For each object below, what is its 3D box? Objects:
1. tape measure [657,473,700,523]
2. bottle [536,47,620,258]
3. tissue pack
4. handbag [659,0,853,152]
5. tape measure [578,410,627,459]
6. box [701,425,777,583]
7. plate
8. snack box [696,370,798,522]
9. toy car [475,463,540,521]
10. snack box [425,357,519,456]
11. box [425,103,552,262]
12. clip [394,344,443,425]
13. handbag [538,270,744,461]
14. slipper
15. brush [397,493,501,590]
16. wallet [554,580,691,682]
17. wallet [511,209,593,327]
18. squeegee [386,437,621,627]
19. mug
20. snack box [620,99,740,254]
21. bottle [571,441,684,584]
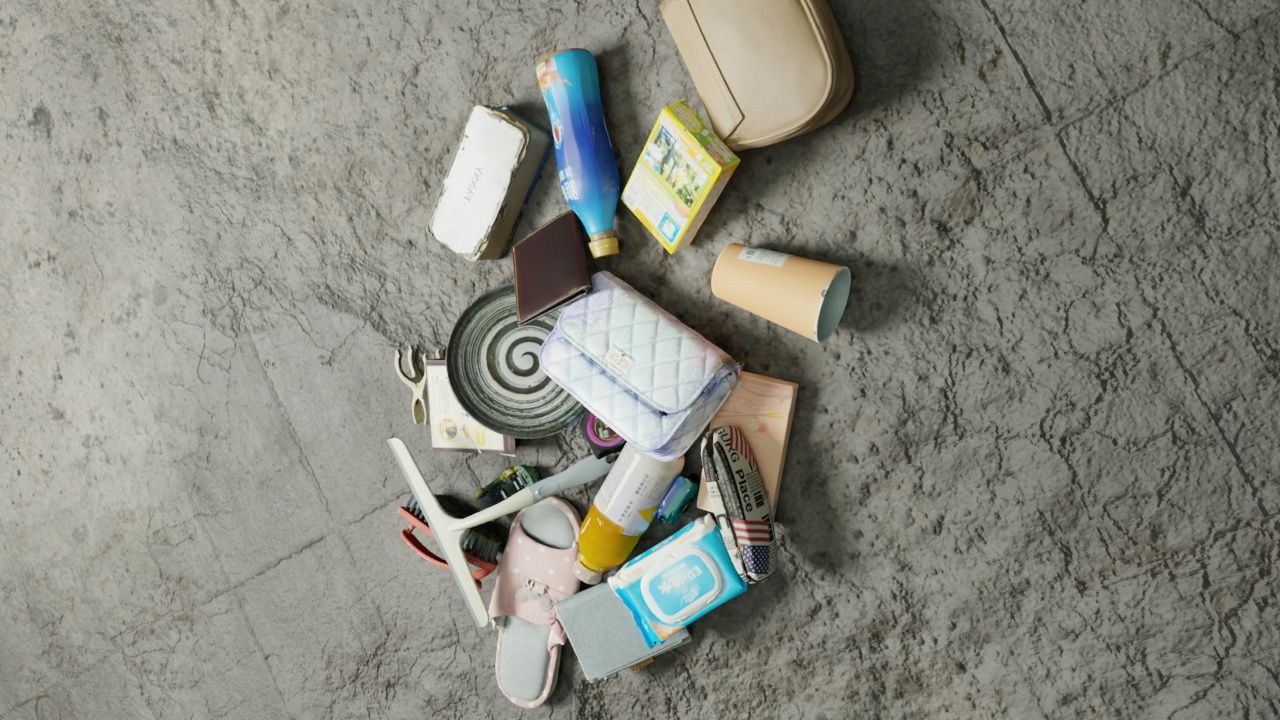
[{"bbox_3d":[0.043,0.152,1.000,0.025,0.054,0.058,36,97,18],"label":"tape measure"},{"bbox_3d":[-0.060,-0.220,0.989,0.065,0.065,0.218,-11,92,27],"label":"bottle"},{"bbox_3d":[0.044,0.237,0.991,0.140,0.063,0.090,-33,85,7],"label":"tissue pack"},{"bbox_3d":[0.113,-0.307,0.879,0.148,0.099,0.204,-25,86,34],"label":"handbag"},{"bbox_3d":[-0.036,0.077,1.029,0.058,0.039,0.057,-31,72,-5],"label":"tape measure"},{"bbox_3d":[0.098,0.147,0.938,0.058,0.070,0.164,-20,86,50],"label":"box"},{"bbox_3d":[-0.129,0.001,1.038,0.179,0.024,0.179,1,81,-7],"label":"plate"},{"bbox_3d":[0.112,0.092,0.973,0.084,0.026,0.157,14,103,24],"label":"snack box"},{"bbox_3d":[-0.160,0.159,1.109,0.091,0.036,0.043,-35,83,25],"label":"toy car"},{"bbox_3d":[-0.195,0.054,1.101,0.126,0.053,0.113,0,97,22],"label":"snack box"},{"bbox_3d":[-0.172,-0.207,1.051,0.090,0.059,0.184,35,109,17],"label":"box"},{"bbox_3d":[-0.264,0.027,1.143,0.093,0.034,0.103,-19,93,28],"label":"clip"},{"bbox_3d":[-0.006,0.006,0.963,0.194,0.075,0.134,36,87,26],"label":"handbag"},{"bbox_3d":[-0.130,0.295,1.104,0.114,0.054,0.274,17,103,23],"label":"slipper"},{"bbox_3d":[-0.233,0.222,1.128,0.146,0.063,0.069,27,91,28],"label":"brush"},{"bbox_3d":[-0.018,0.300,1.049,0.130,0.037,0.106,-25,88,5],"label":"wallet"},{"bbox_3d":[-0.100,-0.102,1.010,0.096,0.020,0.122,-28,48,20],"label":"wallet"},{"bbox_3d":[-0.130,0.156,1.044,0.246,0.039,0.246,-24,95,3],"label":"squeegee"},{"bbox_3d":[0.137,-0.073,0.913,0.123,0.078,0.078,22,106,26],"label":"mug"},{"bbox_3d":[0.037,-0.183,0.930,0.087,0.033,0.141,49,148,12],"label":"snack box"},{"bbox_3d":[-0.019,0.166,1.021,0.068,0.067,0.190,35,108,17],"label":"bottle"}]
